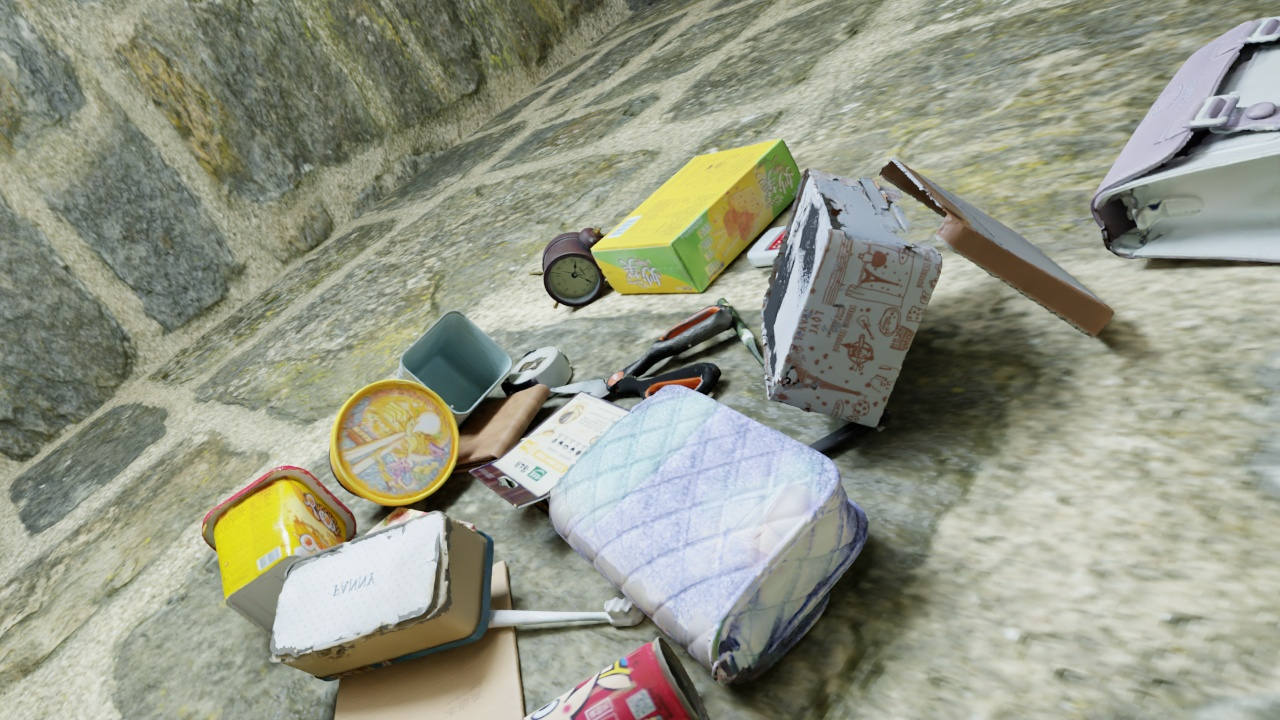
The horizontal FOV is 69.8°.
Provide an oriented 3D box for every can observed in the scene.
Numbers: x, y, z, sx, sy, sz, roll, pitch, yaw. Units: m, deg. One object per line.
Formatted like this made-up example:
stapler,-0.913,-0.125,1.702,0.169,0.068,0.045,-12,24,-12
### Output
can,-0.033,0.208,0.500,0.133,0.053,0.053,-32,24,1

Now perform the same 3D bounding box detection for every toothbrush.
toothbrush,0.099,-0.024,0.832,0.017,0.012,0.185,-25,24,1
toothbrush,-0.077,0.177,0.641,0.180,0.016,0.016,-12,30,31
toothbrush,0.094,0.080,0.641,0.181,0.018,0.015,-29,25,2

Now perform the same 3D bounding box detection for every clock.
clock,-0.070,-0.116,1.122,0.122,0.082,0.055,-26,29,15

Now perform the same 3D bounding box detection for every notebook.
notebook,-0.151,0.236,0.642,0.149,0.012,0.211,-30,24,1

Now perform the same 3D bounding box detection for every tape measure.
tape measure,-0.107,0.015,0.977,0.066,0.033,0.065,-12,33,38

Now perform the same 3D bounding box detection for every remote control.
remote control,0.169,-0.119,0.918,0.136,0.020,0.055,1,41,51

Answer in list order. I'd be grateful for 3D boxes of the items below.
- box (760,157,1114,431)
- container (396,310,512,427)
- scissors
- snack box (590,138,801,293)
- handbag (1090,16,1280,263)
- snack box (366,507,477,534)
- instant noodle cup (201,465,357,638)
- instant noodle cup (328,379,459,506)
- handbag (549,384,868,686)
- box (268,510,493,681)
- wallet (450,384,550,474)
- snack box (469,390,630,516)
box,0.201,-0.049,0.655,0.193,0.157,0.182,16,26,-2
container,-0.206,0.020,0.983,0.090,0.090,0.112,-49,3,-30
scissors,-0.005,0.017,0.859,0.222,0.022,0.210,-38,27,1
snack box,0.067,-0.164,1.062,0.209,0.070,0.158,-45,27,-26
handbag,0.409,-0.153,0.614,0.196,0.098,0.145,-46,22,-29
snack box,-0.200,0.167,0.797,0.075,0.025,0.153,-42,23,-31
instant noodle cup,-0.331,0.181,0.851,0.116,0.116,0.123,-34,36,-3
instant noodle cup,-0.251,0.087,0.906,0.118,0.118,0.115,-46,10,-28
handbag,0.038,0.100,0.572,0.134,0.075,0.194,-43,34,-14
box,-0.188,0.174,0.680,0.185,0.060,0.089,-18,50,23
wallet,-0.153,0.073,0.932,0.116,0.020,0.101,-16,31,42
snack box,-0.063,0.085,0.769,0.125,0.053,0.113,-41,26,-17
